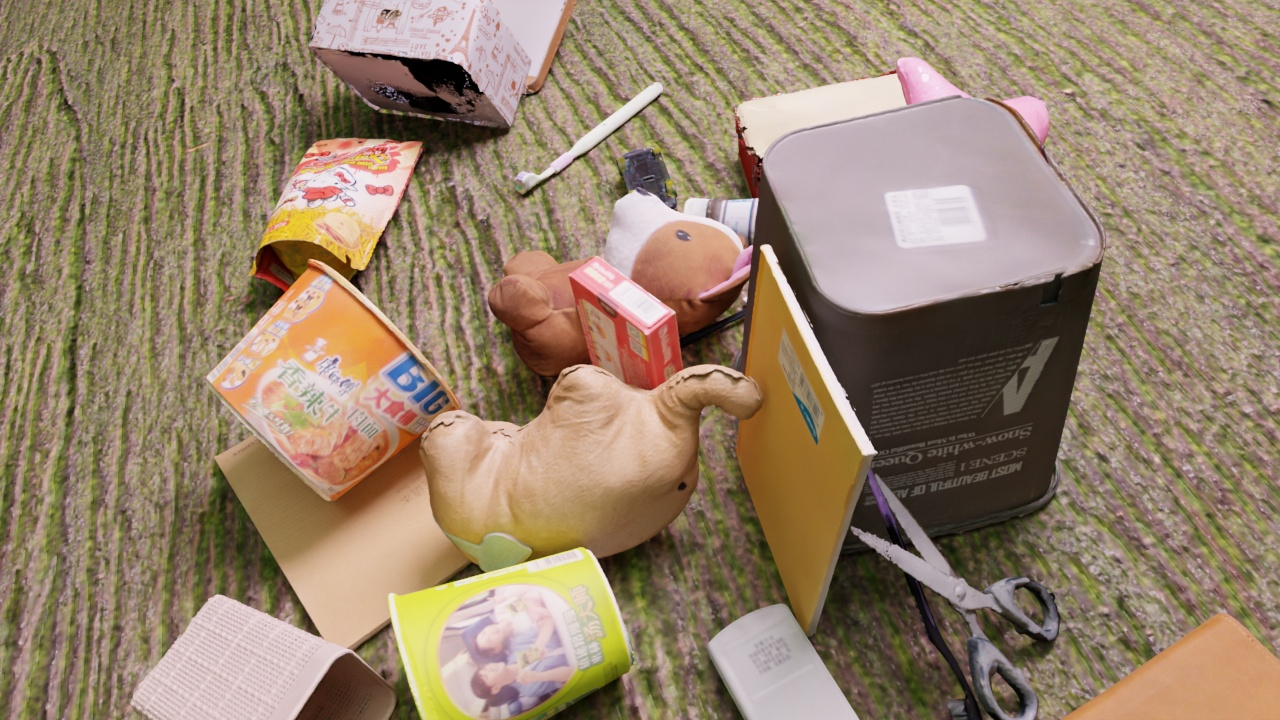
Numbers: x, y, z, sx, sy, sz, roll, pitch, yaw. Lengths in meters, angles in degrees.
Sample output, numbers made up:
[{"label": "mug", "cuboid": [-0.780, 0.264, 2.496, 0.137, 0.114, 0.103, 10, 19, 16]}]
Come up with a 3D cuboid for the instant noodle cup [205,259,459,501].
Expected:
[{"label": "instant noodle cup", "cuboid": [-0.221, 0.020, 0.651, 0.151, 0.151, 0.111, 34, 70, 30]}]

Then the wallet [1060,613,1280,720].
[{"label": "wallet", "cuboid": [0.306, 0.211, 0.490, 0.131, 0.031, 0.107, -28, 51, -11]}]

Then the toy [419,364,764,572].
[{"label": "toy", "cuboid": [-0.026, 0.066, 0.586, 0.226, 0.143, 0.082, -19, 40, 9]}]

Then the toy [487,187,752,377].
[{"label": "toy", "cuboid": [-0.008, -0.064, 0.695, 0.199, 0.130, 0.140, -9, 20, 4]}]

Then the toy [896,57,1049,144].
[{"label": "toy", "cuboid": [0.267, -0.163, 0.723, 0.194, 0.075, 0.178, 46, 64, -2]}]

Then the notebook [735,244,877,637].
[{"label": "notebook", "cuboid": [0.087, 0.055, 0.537, 0.010, 0.207, 0.145, -11, 51, -8]}]

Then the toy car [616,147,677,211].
[{"label": "toy car", "cuboid": [0.006, -0.157, 0.821, 0.042, 0.035, 0.090, -14, 52, -3]}]

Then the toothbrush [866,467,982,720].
[{"label": "toothbrush", "cuboid": [0.156, 0.134, 0.517, 0.017, 0.189, 0.014, -22, 3, 28]}]

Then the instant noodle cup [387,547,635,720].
[{"label": "instant noodle cup", "cuboid": [-0.073, 0.171, 0.547, 0.123, 0.112, 0.111, -18, 52, -15]}]

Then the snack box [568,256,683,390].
[{"label": "snack box", "cuboid": [-0.004, 0.004, 0.625, 0.025, 0.153, 0.075, -38, 56, -20]}]

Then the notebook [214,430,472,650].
[{"label": "notebook", "cuboid": [-0.207, 0.097, 0.681, 0.149, 0.012, 0.211, -35, 55, -18]}]

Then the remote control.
[{"label": "remote control", "cuboid": [0.096, 0.214, 0.530, 0.058, 0.021, 0.150, -25, 53, -9]}]

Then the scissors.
[{"label": "scissors", "cuboid": [0.181, 0.136, 0.512, 0.163, 0.014, 0.165, -2, 81, -35]}]

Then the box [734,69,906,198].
[{"label": "box", "cuboid": [0.170, -0.200, 0.798, 0.168, 0.077, 0.091, -11, 52, 1]}]

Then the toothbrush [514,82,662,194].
[{"label": "toothbrush", "cuboid": [-0.046, -0.219, 0.888, 0.189, 0.029, 0.020, -41, 99, -21]}]

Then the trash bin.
[{"label": "trash bin", "cuboid": [0.165, -0.022, 0.575, 0.199, 0.220, 0.198, -13, 52, -2]}]

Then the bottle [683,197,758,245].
[{"label": "bottle", "cuboid": [0.133, -0.112, 0.760, 0.195, 0.044, 0.079, 5, 51, 15]}]

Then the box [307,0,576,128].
[{"label": "box", "cuboid": [-0.194, -0.345, 0.916, 0.181, 0.158, 0.205, 15, 76, 20]}]

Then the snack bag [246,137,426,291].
[{"label": "snack bag", "cuboid": [-0.282, -0.146, 0.855, 0.129, 0.073, 0.207, -4, 45, 8]}]

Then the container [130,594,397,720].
[{"label": "container", "cuboid": [-0.227, 0.206, 0.554, 0.111, 0.090, 0.089, 17, 58, 25]}]

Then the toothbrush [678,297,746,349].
[{"label": "toothbrush", "cuboid": [0.028, -0.014, 0.721, 0.181, 0.016, 0.018, -27, 47, -12]}]
